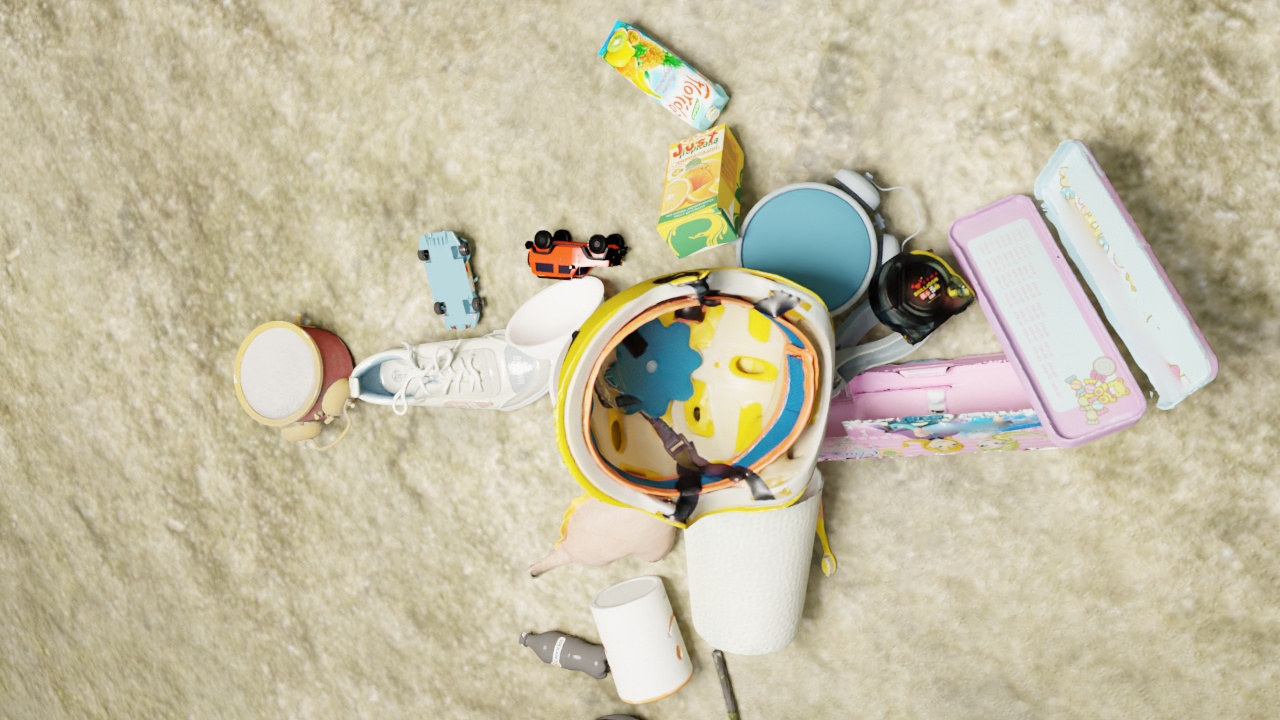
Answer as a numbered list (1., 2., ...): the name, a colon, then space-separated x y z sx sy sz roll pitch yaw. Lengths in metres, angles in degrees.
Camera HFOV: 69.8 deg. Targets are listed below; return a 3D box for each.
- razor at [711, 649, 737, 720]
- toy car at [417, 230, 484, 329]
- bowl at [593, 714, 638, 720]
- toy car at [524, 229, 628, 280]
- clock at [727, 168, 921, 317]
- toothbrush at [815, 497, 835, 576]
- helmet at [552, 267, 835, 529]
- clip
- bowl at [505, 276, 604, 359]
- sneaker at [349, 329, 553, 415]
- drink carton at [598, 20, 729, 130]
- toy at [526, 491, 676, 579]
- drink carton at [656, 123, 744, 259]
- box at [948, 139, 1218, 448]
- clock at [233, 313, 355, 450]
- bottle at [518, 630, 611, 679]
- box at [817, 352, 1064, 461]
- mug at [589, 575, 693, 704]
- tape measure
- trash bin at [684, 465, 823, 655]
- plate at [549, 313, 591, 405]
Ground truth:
1. razor: 0.093 0.358 0.973 0.043 0.026 0.106 -13 93 26
2. toy car: -0.199 -0.088 0.985 0.060 0.027 0.108 -4 110 23
3. bowl: -0.018 0.440 1.022 0.114 0.045 0.114 5 104 21
4. toy car: -0.064 -0.104 0.913 0.100 0.051 0.049 7 101 21
5. clock: 0.165 -0.103 0.813 0.162 0.075 0.122 -22 92 12
6. toothbrush: 0.171 0.146 0.894 0.021 0.016 0.135 -10 99 31
7. helmet: 0.031 0.018 0.759 0.239 0.139 0.209 -2 106 -17
8. clip: 0.192 -0.021 0.820 0.162 0.090 0.027 -37 128 3
9. bowl: -0.077 -0.034 0.918 0.110 0.109 0.040 -14 125 24
10. sneaker: -0.201 0.019 0.975 0.243 0.090 0.089 -4 100 22
11. drink carton: 0.023 -0.262 0.848 0.129 0.038 0.044 39 113 10
12. toy: -0.019 0.102 0.890 0.196 0.065 0.265 -9 123 -16
13. drink carton: 0.055 -0.154 0.819 0.058 0.122 0.041 -16 135 28
14. box: 0.339 -0.051 0.711 0.140 0.062 0.214 -41 57 42
15. clock: -0.383 0.029 1.055 0.117 0.081 0.159 -39 77 14
16. bottle: -0.085 0.326 1.028 0.110 0.036 0.036 10 106 20
17. box: 0.249 0.049 0.799 0.231 0.090 0.084 -6 101 23
18. mug: 0.001 0.291 0.961 0.082 0.082 0.105 -17 94 24
19. tape measure: 0.227 -0.055 0.758 0.071 0.042 0.072 -36 89 -5
20. trash bin: 0.102 0.181 0.872 0.133 0.133 0.161 7 111 20
21. plate: -0.005 0.005 0.894 0.174 0.036 0.174 -7 124 -11
